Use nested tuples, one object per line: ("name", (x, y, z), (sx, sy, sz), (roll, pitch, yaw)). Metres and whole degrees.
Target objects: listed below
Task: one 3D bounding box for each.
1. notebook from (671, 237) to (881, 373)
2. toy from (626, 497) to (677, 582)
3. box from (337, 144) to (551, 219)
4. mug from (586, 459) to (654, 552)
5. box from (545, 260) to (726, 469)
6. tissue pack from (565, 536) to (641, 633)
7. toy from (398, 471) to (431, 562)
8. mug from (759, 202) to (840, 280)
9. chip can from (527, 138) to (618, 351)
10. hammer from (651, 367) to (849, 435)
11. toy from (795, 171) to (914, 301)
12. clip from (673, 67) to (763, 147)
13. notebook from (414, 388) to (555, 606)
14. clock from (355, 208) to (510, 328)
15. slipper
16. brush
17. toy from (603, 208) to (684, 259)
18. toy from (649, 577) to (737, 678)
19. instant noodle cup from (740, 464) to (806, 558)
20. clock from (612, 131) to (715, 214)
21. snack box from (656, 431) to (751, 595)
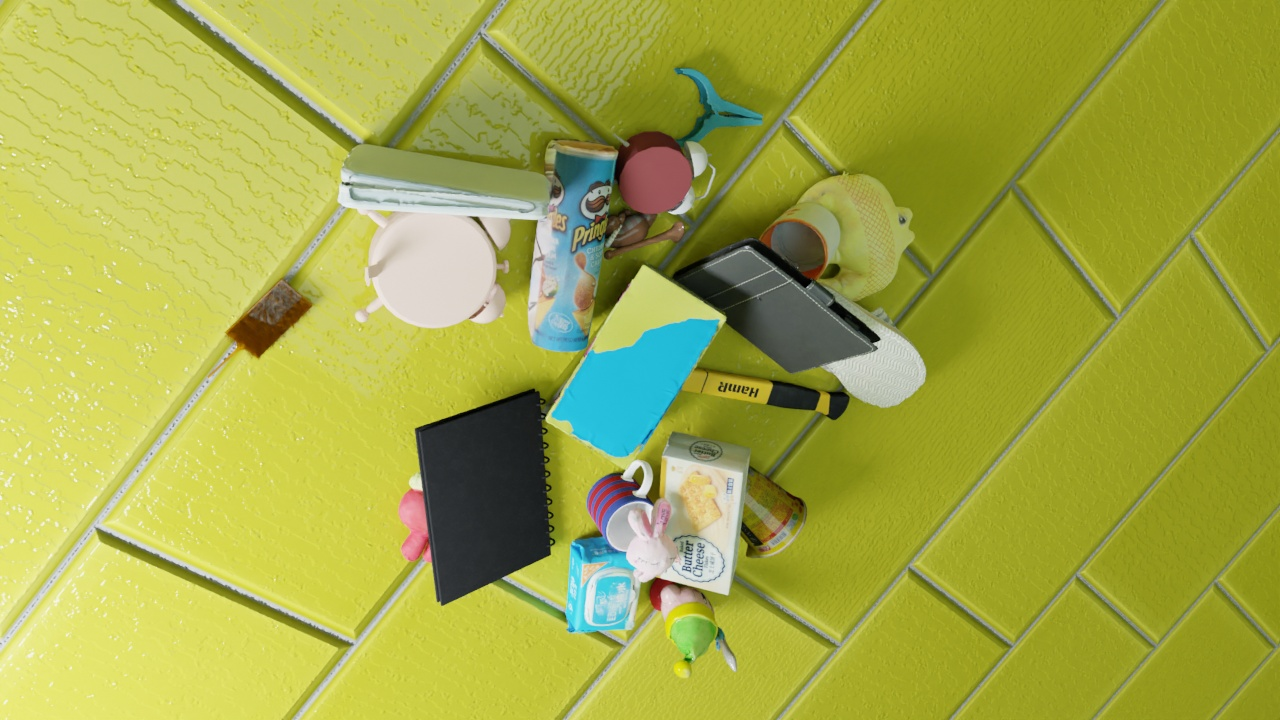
("notebook", (0.159, -0.060, 1.082), (0.209, 0.170, 0.029), (33, 64, -21))
("toy", (0.014, 0.224, 1.126), (0.063, 0.047, 0.110), (-15, 112, -25))
("box", (-0.195, -0.171, 0.932), (0.213, 0.118, 0.063), (6, 118, -13))
("mug", (-0.016, 0.177, 1.166), (0.075, 0.076, 0.112), (15, 104, -26))
("box", (-0.006, 0.006, 1.082), (0.124, 0.079, 0.221), (31, 100, -2))
("tissue pack", (-0.047, 0.298, 1.210), (0.092, 0.061, 0.144), (-2, 111, -22))
("toy", (-0.244, 0.180, 1.094), (0.091, 0.045, 0.135), (8, 102, -30))
("mug", (0.190, -0.139, 1.092), (0.082, 0.105, 0.082), (8, 113, 18))
("chip can", (-0.080, -0.128, 1.022), (0.079, 0.080, 0.230), (2, 110, -22))
("hammer", (0.142, 0.033, 1.201), (0.324, 0.034, 0.170), (10, 105, -26))
("toy", (0.271, -0.157, 1.158), (0.155, 0.064, 0.170), (-12, 112, 0))
("clip", (0.072, -0.294, 1.046), (0.120, 0.033, 0.118), (-31, 115, -7))
("notebook", (-0.178, 0.161, 1.098), (0.168, 0.019, 0.232), (-19, 118, -37))
("clock", (-0.217, -0.100, 0.979), (0.160, 0.086, 0.131), (-3, 111, -27))
("slipper", (0.277, -0.022, 1.200), (0.115, 0.054, 0.272), (-38, 130, 23))
("brush", (-0.406, -0.027, 0.965), (0.126, 0.017, 0.048), (-44, 119, -1))
("toy", (-0.005, -0.150, 1.060), (0.101, 0.042, 0.054), (-21, 78, -23))
("toy", (0.066, 0.367, 1.243), (0.096, 0.131, 0.124), (-42, 120, -8))
("instant noodle cup", (0.151, 0.191, 1.235), (0.100, 0.100, 0.112), (-45, 110, 0))
("clock", (0.023, -0.210, 1.033), (0.124, 0.044, 0.087), (5, 128, -19))
("snack box", (0.077, 0.198, 1.176), (0.104, 0.057, 0.208), (11, 122, 14))
